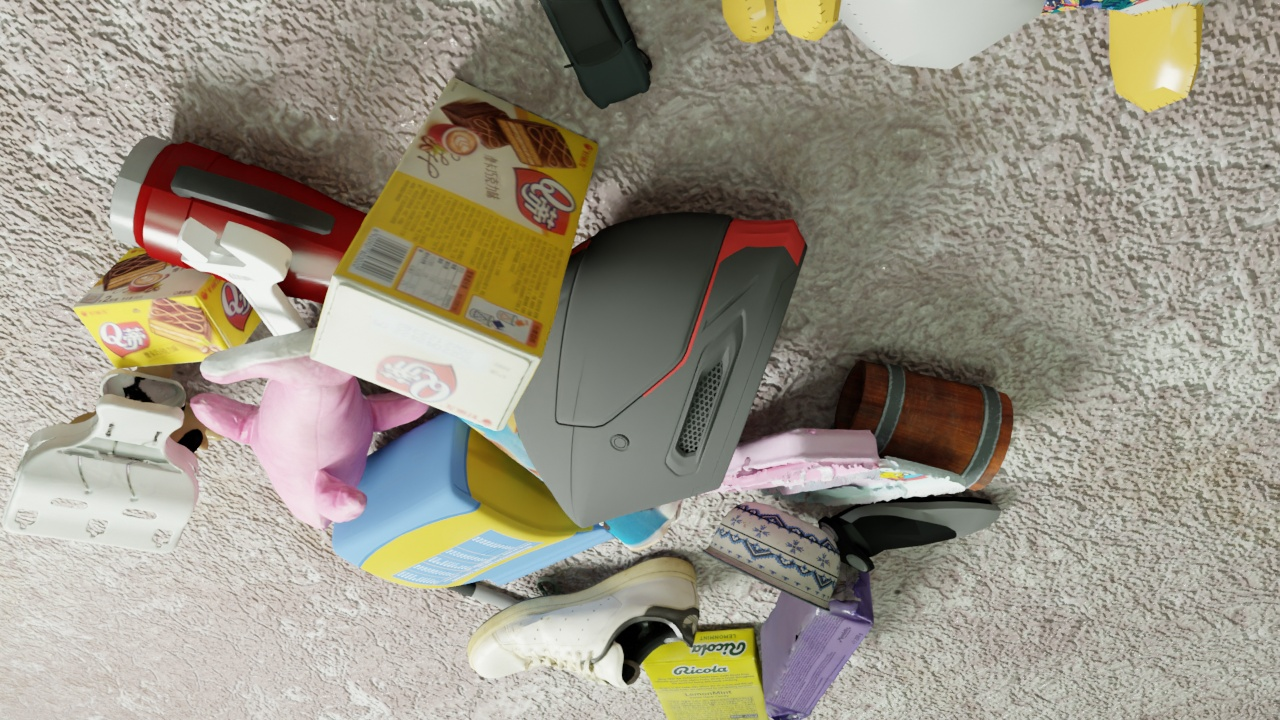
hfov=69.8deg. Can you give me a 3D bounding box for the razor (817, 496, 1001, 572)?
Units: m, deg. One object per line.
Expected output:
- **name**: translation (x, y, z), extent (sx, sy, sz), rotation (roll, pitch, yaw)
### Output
- **razor**: translation (0.235, 0.143, 0.801), extent (0.156, 0.060, 0.057), rotation (-16, 142, -4)

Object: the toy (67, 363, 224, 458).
- **toy**: translation (-0.417, 0.053, 0.792), extent (0.106, 0.134, 0.108), rotation (33, 157, 8)

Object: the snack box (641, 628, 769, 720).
- **snack box**: translation (0.079, 0.360, 1.013), extent (0.121, 0.045, 0.181), rotation (-7, 132, 12)

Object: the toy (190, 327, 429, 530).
- **toy**: translation (-0.251, 0.065, 0.724), extent (0.186, 0.127, 0.266), rotation (-5, 155, -22)

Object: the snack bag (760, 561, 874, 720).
- **snack bag**: translation (0.160, 0.257, 0.879), extent (0.058, 0.096, 0.206), rotation (14, 130, -5)

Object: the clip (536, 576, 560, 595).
- **clip**: translation (-0.090, 0.258, 0.960), extent (0.023, 0.035, 0.074), rotation (-10, 134, 14)

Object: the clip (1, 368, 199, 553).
- **clip**: translation (-0.405, 0.073, 0.713), extent (0.125, 0.091, 0.151), rotation (16, 104, -35)

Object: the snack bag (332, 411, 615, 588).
- **snack bag**: translation (-0.145, 0.146, 0.832), extent (0.159, 0.102, 0.205), rotation (-28, 134, 27)

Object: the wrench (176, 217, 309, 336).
- **wrench**: translation (-0.255, -0.035, 0.643), extent (0.066, 0.018, 0.274), rotation (14, 163, -4)

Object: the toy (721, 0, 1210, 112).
- **toy**: translation (0.174, -0.225, 0.447), extent (0.267, 0.141, 0.247), rotation (-17, 112, -9)

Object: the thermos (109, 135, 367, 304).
- **thermos**: translation (-0.252, -0.090, 0.637), extent (0.198, 0.083, 0.108), rotation (19, 165, -11)

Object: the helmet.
- **helmet**: translation (-0.004, 0.004, 0.640), extent (0.170, 0.163, 0.265), rotation (19, 120, 6)

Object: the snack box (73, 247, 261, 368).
- **snack box**: translation (-0.350, -0.044, 0.699), extent (0.106, 0.083, 0.061), rotation (-4, 128, 12)

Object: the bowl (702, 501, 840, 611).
- **bowl**: translation (0.117, 0.159, 0.776), extent (0.115, 0.059, 0.115), rotation (25, 173, 3)

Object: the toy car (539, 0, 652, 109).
- **toy car**: translation (-0.032, -0.204, 0.550), extent (0.046, 0.034, 0.112), rotation (-15, 127, 20)

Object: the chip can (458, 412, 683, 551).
- **chip can**: translation (-0.062, 0.068, 0.762), extent (0.080, 0.079, 0.229), rotation (-33, 119, 30)

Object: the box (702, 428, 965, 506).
- **box**: translation (0.133, 0.086, 0.718), extent (0.154, 0.044, 0.202), rotation (7, 166, -20)

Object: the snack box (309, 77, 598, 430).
- **snack box**: translation (-0.097, -0.073, 0.542), extent (0.110, 0.229, 0.062), rotation (22, 129, -12)

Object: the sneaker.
- **sneaker**: translation (-0.050, 0.278, 0.892), extent (0.242, 0.102, 0.089), rotation (-22, 135, 6)

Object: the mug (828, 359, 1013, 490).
- **mug**: translation (0.210, 0.055, 0.719), extent (0.111, 0.081, 0.118), rotation (16, 149, -2)

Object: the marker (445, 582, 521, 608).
- **marker**: translation (-0.156, 0.251, 0.972), extent (0.138, 0.016, 0.022), rotation (25, 160, -14)
